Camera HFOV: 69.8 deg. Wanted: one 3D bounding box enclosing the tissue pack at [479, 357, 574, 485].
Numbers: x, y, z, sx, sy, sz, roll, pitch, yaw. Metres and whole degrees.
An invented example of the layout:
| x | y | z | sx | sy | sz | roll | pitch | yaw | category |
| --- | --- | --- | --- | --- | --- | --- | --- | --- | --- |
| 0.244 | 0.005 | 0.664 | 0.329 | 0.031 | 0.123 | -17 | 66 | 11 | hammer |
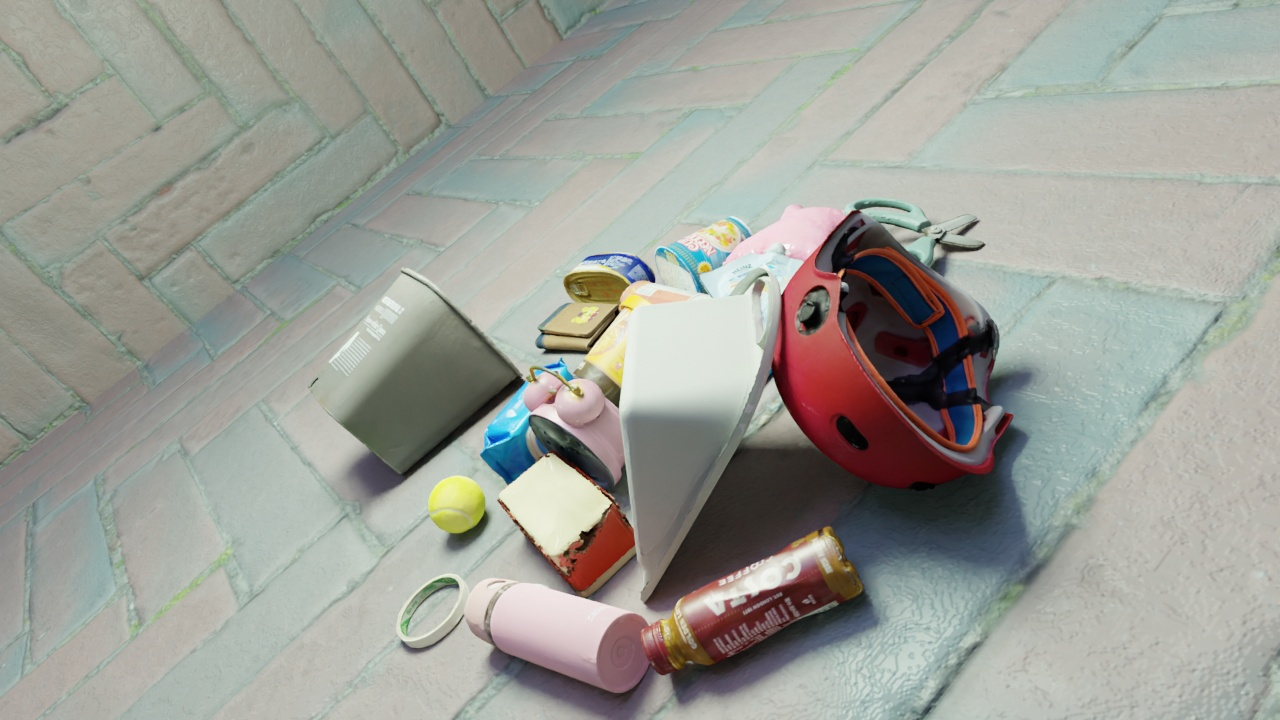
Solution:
| x | y | z | sx | sy | sz | roll | pitch | yaw | category |
| --- | --- | --- | --- | --- | --- | --- | --- | --- | --- |
| -0.115 | 0.080 | 1.063 | 0.052 | 0.095 | 0.156 | 7 | 49 | 43 | tissue pack |

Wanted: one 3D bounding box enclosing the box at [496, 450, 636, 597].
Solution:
| x | y | z | sx | sy | sz | roll | pitch | yaw | category |
| --- | --- | --- | --- | --- | --- | --- | --- | --- | --- |
| -0.081 | 0.156 | 0.928 | 0.091 | 0.077 | 0.168 | -41 | 29 | -13 | box |

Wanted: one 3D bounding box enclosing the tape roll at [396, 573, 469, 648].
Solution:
| x | y | z | sx | sy | sz | roll | pitch | yaw | category |
| --- | --- | --- | --- | --- | --- | --- | --- | --- | --- |
| -0.219 | 0.264 | 0.970 | 0.086 | 0.014 | 0.085 | -25 | 29 | 15 | tape roll |

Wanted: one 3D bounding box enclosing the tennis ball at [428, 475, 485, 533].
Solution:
| x | y | z | sx | sy | sz | roll | pitch | yaw | category |
| --- | --- | --- | --- | --- | --- | --- | --- | --- | --- |
| -0.212 | 0.166 | 1.059 | 0.065 | 0.065 | 0.065 | -25 | 30 | 15 | tennis ball |

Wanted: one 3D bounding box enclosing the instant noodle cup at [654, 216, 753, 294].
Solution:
| x | y | z | sx | sy | sz | roll | pitch | yaw | category |
| --- | --- | --- | --- | --- | --- | --- | --- | --- | --- |
| 0.090 | -0.130 | 1.185 | 0.109 | 0.099 | 0.099 | -34 | 28 | -17 | instant noodle cup |

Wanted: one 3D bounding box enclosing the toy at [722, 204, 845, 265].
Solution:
| x | y | z | sx | sy | sz | roll | pitch | yaw | category |
| --- | --- | --- | --- | --- | --- | --- | --- | --- | --- |
| 0.185 | -0.137 | 1.105 | 0.179 | 0.075 | 0.194 | -5 | 35 | 24 | toy |

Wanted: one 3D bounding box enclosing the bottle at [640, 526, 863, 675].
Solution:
| x | y | z | sx | sy | sz | roll | pitch | yaw | category |
| --- | --- | --- | --- | --- | --- | --- | --- | --- | --- |
| 0.085 | 0.193 | 0.722 | 0.175 | 0.057 | 0.057 | -29 | 29 | 9 | bottle |

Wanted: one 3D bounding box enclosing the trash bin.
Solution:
| x | y | z | sx | sy | sz | roll | pitch | yaw | category |
| --- | --- | --- | --- | --- | --- | --- | --- | --- | --- |
| -0.324 | 0.017 | 1.283 | 0.219 | 0.198 | 0.199 | -46 | 31 | -11 | trash bin |

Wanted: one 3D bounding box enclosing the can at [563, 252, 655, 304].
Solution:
| x | y | z | sx | sy | sz | roll | pitch | yaw | category |
| --- | --- | --- | --- | --- | --- | --- | --- | --- | --- |
| -0.045 | -0.112 | 1.307 | 0.148 | 0.074 | 0.049 | 2 | 42 | 48 | can |

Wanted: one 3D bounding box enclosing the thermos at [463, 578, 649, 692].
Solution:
| x | y | z | sx | sy | sz | roll | pitch | yaw | category |
| --- | --- | --- | --- | --- | --- | --- | --- | --- | --- |
| -0.074 | 0.236 | 0.822 | 0.087 | 0.067 | 0.199 | -16 | 10 | -42 | thermos |

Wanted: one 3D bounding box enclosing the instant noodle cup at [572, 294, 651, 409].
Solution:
| x | y | z | sx | sy | sz | roll | pitch | yaw | category |
| --- | --- | --- | --- | --- | --- | --- | --- | --- | --- |
| -0.006 | 0.006 | 1.051 | 0.114 | 0.118 | 0.118 | -48 | 31 | -9 | instant noodle cup |

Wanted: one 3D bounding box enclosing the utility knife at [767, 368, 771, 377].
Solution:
| x | y | z | sx | sy | sz | roll | pitch | yaw | category |
| --- | --- | --- | --- | --- | --- | --- | --- | --- | --- |
| 0.105 | 0.035 | 0.987 | 0.178 | 0.018 | 0.034 | -44 | 30 | -21 | utility knife |

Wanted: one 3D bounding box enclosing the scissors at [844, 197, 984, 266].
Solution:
| x | y | z | sx | sy | sz | roll | pitch | yaw | category |
| --- | --- | --- | --- | --- | --- | --- | --- | --- | --- |
| 0.280 | -0.131 | 1.010 | 0.170 | 0.019 | 0.178 | 24 | 50 | 36 | scissors |

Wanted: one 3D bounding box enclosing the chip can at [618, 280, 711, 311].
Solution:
| x | y | z | sx | sy | sz | roll | pitch | yaw | category |
| --- | --- | --- | --- | --- | --- | --- | --- | --- | --- |
| 0.056 | -0.052 | 1.112 | 0.071 | 0.071 | 0.215 | -43 | 30 | -17 | chip can |

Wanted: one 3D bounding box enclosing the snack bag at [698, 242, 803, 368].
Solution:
| x | y | z | sx | sy | sz | roll | pitch | yaw | category |
| --- | --- | --- | --- | --- | --- | --- | --- | --- | --- |
| 0.152 | -0.054 | 0.976 | 0.110 | 0.039 | 0.191 | -31 | 51 | -5 | snack bag |

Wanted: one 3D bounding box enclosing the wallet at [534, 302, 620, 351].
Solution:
| x | y | z | sx | sy | sz | roll | pitch | yaw | category |
| --- | --- | --- | --- | --- | --- | --- | --- | --- | --- |
| -0.088 | -0.048 | 1.299 | 0.115 | 0.033 | 0.090 | 6 | 46 | 45 | wallet |

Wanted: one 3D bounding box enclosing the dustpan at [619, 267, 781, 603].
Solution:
| x | y | z | sx | sy | sz | roll | pitch | yaw | category |
| --- | --- | --- | --- | --- | --- | --- | --- | --- | --- |
| 0.060 | 0.049 | 0.831 | 0.143 | 0.258 | 0.222 | -4 | 35 | 7 | dustpan |

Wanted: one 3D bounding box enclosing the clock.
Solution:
| x | y | z | sx | sy | sz | roll | pitch | yaw | category |
| --- | --- | --- | --- | --- | --- | --- | --- | --- | --- |
| -0.067 | 0.065 | 0.969 | 0.117 | 0.158 | 0.059 | 11 | 54 | 51 | clock |

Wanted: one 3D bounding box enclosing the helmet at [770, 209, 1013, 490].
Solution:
| x | y | z | sx | sy | sz | roll | pitch | yaw | category |
| --- | --- | --- | --- | --- | --- | --- | --- | --- | --- |
| 0.191 | 0.014 | 0.764 | 0.144 | 0.207 | 0.239 | -40 | 26 | 40 | helmet |
